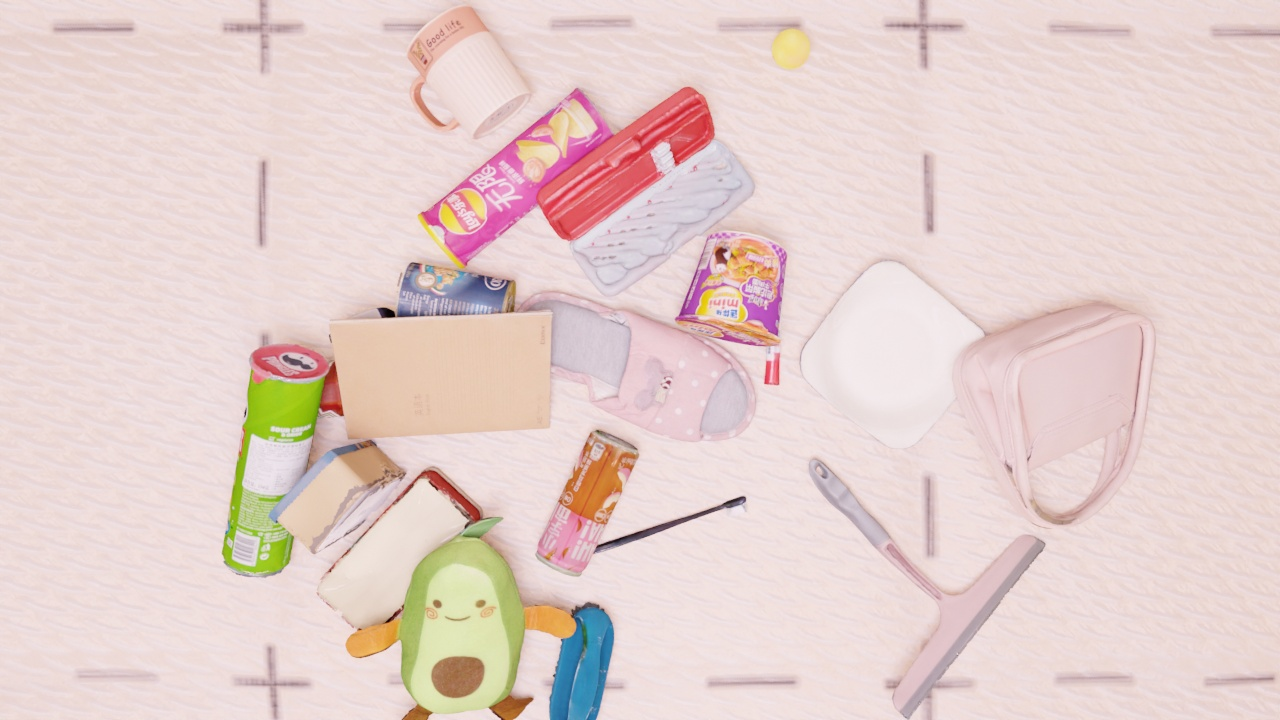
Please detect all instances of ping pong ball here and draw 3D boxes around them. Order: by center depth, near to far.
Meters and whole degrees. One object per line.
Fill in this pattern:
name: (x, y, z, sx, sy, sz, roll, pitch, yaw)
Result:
ping pong ball: (0.158, -0.326, 0.960, 0.040, 0.040, 0.040, 0, 92, -1)

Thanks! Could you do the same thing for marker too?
marker: (0.144, -0.046, 0.984, 0.017, 0.017, 0.145, 3, 92, -2)

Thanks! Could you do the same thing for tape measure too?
tape measure: (-0.285, -0.029, 0.950, 0.066, 0.066, 0.033, -24, 88, -1)

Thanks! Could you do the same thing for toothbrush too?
toothbrush: (0.030, 0.181, 0.991, 0.181, 0.015, 0.018, -17, 101, -1)

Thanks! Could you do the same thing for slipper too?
slipper: (-0.006, 0.006, 0.963, 0.274, 0.054, 0.114, 24, 91, -2)

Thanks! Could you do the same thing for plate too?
plate: (0.266, -0.006, 0.979, 0.164, 0.034, 0.163, 40, 91, -3)

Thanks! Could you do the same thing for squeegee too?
squeegee: (0.267, 0.198, 0.986, 0.247, 0.040, 0.249, -44, 87, -15)

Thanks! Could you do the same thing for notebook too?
notebook: (-0.195, 0.017, 0.928, 0.211, 0.012, 0.150, -3, 127, -10)

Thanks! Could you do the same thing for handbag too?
handbag: (0.440, 0.069, 0.956, 0.193, 0.093, 0.234, -20, 105, -16)

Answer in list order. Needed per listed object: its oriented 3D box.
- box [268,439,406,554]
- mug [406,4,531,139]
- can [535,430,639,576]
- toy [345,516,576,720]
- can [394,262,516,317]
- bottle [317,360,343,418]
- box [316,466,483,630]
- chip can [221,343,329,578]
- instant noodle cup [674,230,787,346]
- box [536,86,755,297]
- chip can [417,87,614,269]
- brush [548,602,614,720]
box: (-0.293, 0.131, 0.899, 0.060, 0.184, 0.089, 42, 85, 1)
mug: (-0.184, -0.284, 0.941, 0.115, 0.081, 0.106, -35, 94, 27)
can: (-0.056, 0.149, 0.966, 0.058, 0.058, 0.147, 25, 91, -2)
toy: (-0.179, 0.282, 0.925, 0.226, 0.090, 0.247, -3, 111, -15)
can: (-0.190, -0.056, 0.946, 0.111, 0.075, 0.075, 10, 92, -1)
bottle: (-0.295, 0.026, 0.957, 0.206, 0.060, 0.060, -6, 92, -1)
box: (-0.252, 0.199, 0.955, 0.091, 0.076, 0.168, 43, 90, -4)
chip can: (-0.367, 0.102, 0.913, 0.072, 0.072, 0.236, 18, 112, -2)
instant noodle cup: (0.100, -0.074, 0.942, 0.111, 0.111, 0.099, 15, 83, -2)
box: (0.010, -0.168, 0.939, 0.201, 0.119, 0.098, -36, 61, -1)
chip can: (-0.126, -0.187, 0.945, 0.210, 0.071, 0.071, -39, 93, 0)
brush: (-0.062, 0.332, 0.966, 0.055, 0.073, 0.144, 12, 92, -9)
